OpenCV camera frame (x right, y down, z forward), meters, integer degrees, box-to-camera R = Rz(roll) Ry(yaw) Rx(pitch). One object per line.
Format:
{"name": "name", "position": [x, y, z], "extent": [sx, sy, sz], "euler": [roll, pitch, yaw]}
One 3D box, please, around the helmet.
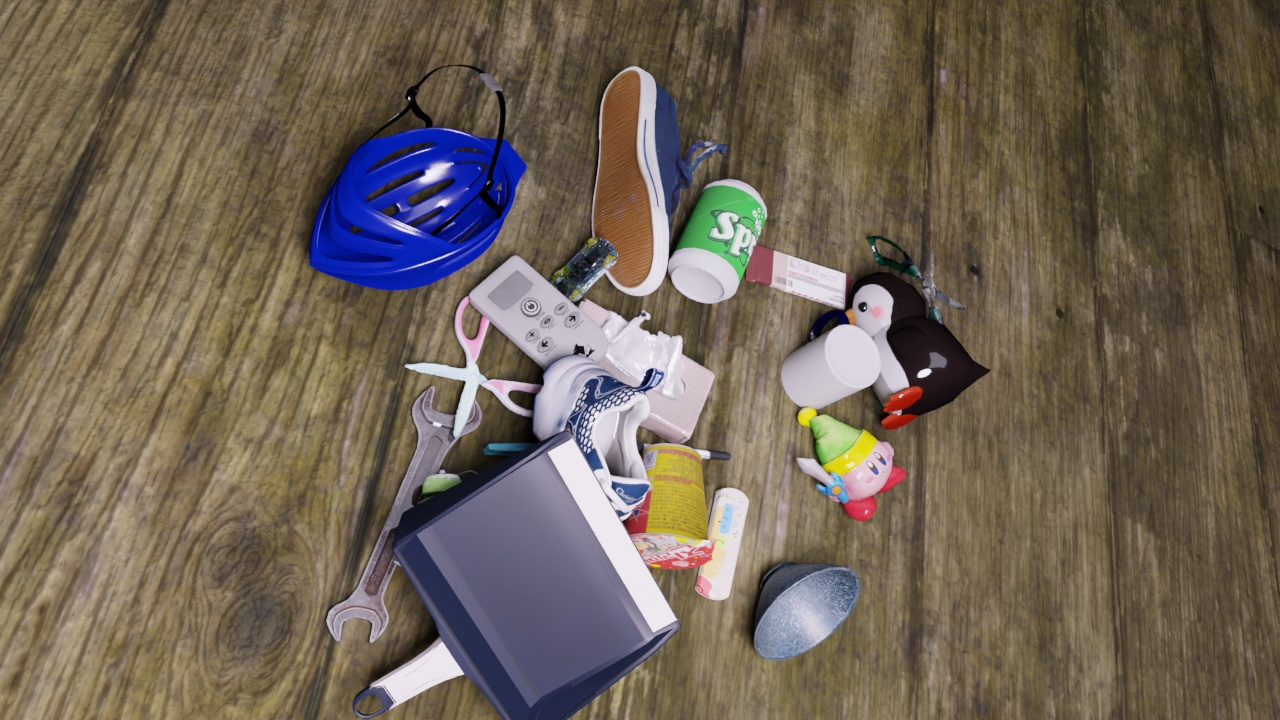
{"name": "helmet", "position": [-0.212, -0.179, 0.900], "extent": [0.240, 0.228, 0.148], "euler": [-32, 78, -31]}

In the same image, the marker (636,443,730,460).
{"name": "marker", "position": [0.035, 0.103, 1.039], "extent": [0.152, 0.011, 0.011], "euler": [8, 69, -22]}

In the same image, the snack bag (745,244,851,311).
{"name": "snack bag", "position": [0.207, -0.107, 1.191], "extent": [0.157, 0.013, 0.057], "euler": [14, 69, -20]}

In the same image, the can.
{"name": "can", "position": [0.094, -0.145, 1.109], "extent": [0.088, 0.088, 0.139], "euler": [31, 62, -12]}

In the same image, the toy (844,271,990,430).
{"name": "toy", "position": [0.334, -0.030, 1.151], "extent": [0.140, 0.159, 0.184], "euler": [-22, 65, 2]}

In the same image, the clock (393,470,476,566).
{"name": "clock", "position": [-0.183, 0.162, 0.891], "extent": [0.094, 0.043, 0.119], "euler": [40, 59, -22]}

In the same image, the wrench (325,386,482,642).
{"name": "wrench", "position": [-0.230, 0.145, 0.902], "extent": [0.070, 0.010, 0.272], "euler": [26, 63, -15]}

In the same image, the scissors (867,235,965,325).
{"name": "scissors", "position": [0.365, -0.075, 1.207], "extent": [0.015, 0.201, 0.206], "euler": [-23, 122, -9]}

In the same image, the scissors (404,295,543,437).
{"name": "scissors", "position": [-0.160, 0.010, 0.972], "extent": [0.176, 0.013, 0.170], "euler": [23, 56, -22]}

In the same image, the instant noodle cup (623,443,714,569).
{"name": "instant noodle cup", "position": [0.027, 0.153, 0.977], "extent": [0.100, 0.101, 0.112], "euler": [16, 57, -19]}

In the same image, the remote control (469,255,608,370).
{"name": "remote control", "position": [-0.105, -0.043, 0.980], "extent": [0.151, 0.019, 0.074], "euler": [41, 67, 9]}

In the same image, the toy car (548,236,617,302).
{"name": "toy car", "position": [-0.065, -0.101, 1.043], "extent": [0.089, 0.027, 0.038], "euler": [-45, 73, -2]}

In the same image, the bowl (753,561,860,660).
{"name": "bowl", "position": [0.168, 0.260, 1.007], "extent": [0.136, 0.137, 0.057], "euler": [-8, 36, -27]}

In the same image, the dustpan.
{"name": "dustpan", "position": [-0.129, 0.232, 0.824], "extent": [0.273, 0.080, 0.236], "euler": [-27, 106, 3]}

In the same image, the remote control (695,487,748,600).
{"name": "remote control", "position": [0.092, 0.204, 1.026], "extent": [0.038, 0.018, 0.125], "euler": [22, 66, -16]}

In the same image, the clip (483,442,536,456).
{"name": "clip", "position": [-0.101, 0.096, 0.972], "extent": [0.116, 0.026, 0.097], "euler": [-28, 88, -30]}

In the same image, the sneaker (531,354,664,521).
{"name": "sneaker", "position": [-0.049, 0.130, 0.891], "extent": [0.103, 0.133, 0.269], "euler": [20, 79, -46]}

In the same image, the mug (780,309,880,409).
{"name": "mug", "position": [0.230, -0.006, 1.117], "extent": [0.078, 0.097, 0.111], "euler": [11, 68, -21]}

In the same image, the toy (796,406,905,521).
{"name": "toy", "position": [0.240, 0.120, 1.100], "extent": [0.124, 0.097, 0.131], "euler": [-39, 109, -24]}

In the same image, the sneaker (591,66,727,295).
{"name": "sneaker", "position": [0.023, -0.205, 1.103], "extent": [0.127, 0.121, 0.294], "euler": [22, 60, -42]}

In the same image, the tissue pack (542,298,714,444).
{"name": "tissue pack", "position": [-0.006, 0.006, 1.025], "extent": [0.181, 0.071, 0.103], "euler": [30, 63, -8]}
